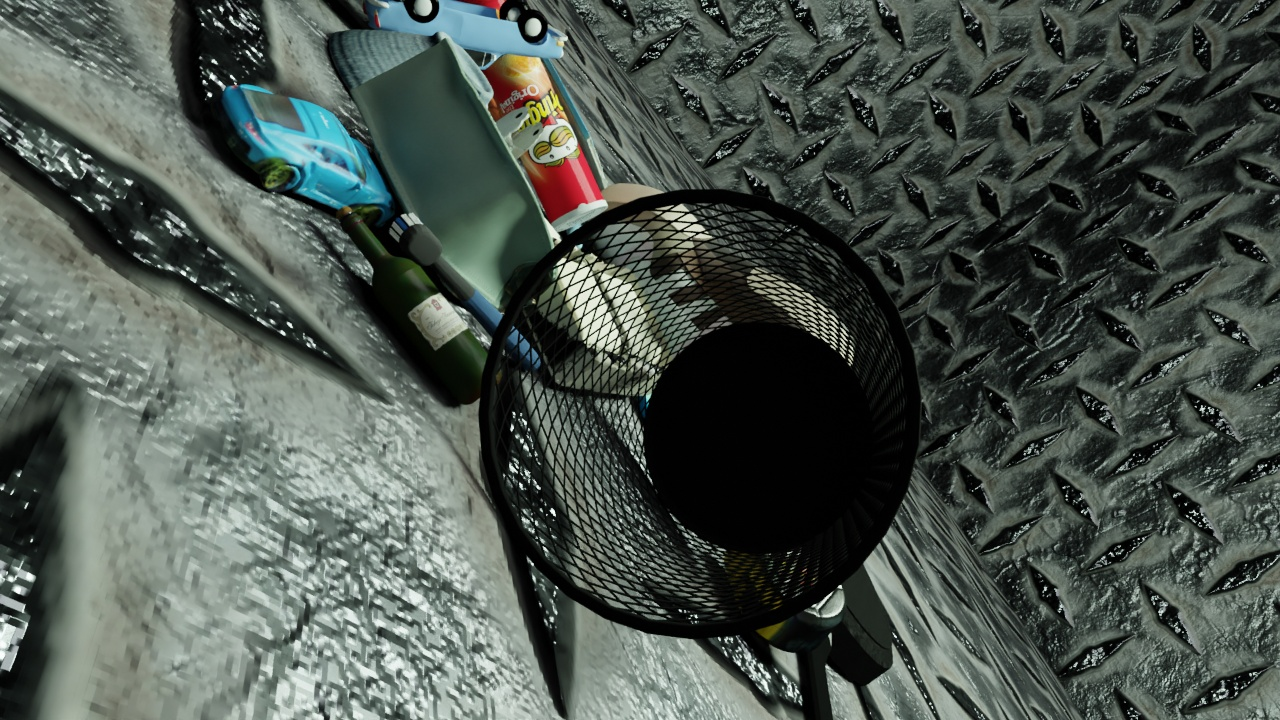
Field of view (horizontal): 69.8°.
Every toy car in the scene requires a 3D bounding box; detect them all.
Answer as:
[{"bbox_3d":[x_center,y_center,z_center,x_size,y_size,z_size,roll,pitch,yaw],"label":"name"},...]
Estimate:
[{"bbox_3d":[-0.132,-0.249,0.693,0.153,0.055,0.056,0,30,-29],"label":"toy car"},{"bbox_3d":[-0.149,-0.096,0.428,0.048,0.032,0.105,58,13,21],"label":"toy car"}]

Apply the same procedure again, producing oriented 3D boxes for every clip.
[{"bbox_3d":[-0.101,-0.166,0.723,0.101,0.059,0.052,-109,176,-49],"label":"clip"}]

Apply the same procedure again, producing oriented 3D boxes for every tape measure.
[{"bbox_3d":[0.092,0.146,0.578,0.071,0.042,0.072,21,30,-18],"label":"tape measure"}]

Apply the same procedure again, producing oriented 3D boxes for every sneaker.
[{"bbox_3d":[0.033,-0.043,0.790,0.294,0.116,0.112,39,-28,27],"label":"sneaker"}]

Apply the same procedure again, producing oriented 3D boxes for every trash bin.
[{"bbox_3d":[0.046,0.033,0.475,0.184,0.184,0.210,57,9,15],"label":"trash bin"}]

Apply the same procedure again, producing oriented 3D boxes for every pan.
[{"bbox_3d":[0.136,0.173,0.697,0.225,0.034,0.355,56,14,-11],"label":"pan"}]

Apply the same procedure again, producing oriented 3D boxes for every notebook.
[{"bbox_3d":[-0.069,-0.235,0.957,0.181,0.009,0.253,70,-4,-52],"label":"notebook"}]

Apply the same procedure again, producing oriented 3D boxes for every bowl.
[{"bbox_3d":[-0.138,-0.183,0.621,0.137,0.057,0.137,49,14,-17],"label":"bowl"}]

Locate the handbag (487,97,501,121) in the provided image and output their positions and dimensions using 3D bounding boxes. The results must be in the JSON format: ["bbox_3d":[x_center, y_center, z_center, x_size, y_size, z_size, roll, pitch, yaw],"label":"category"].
[{"bbox_3d":[-0.147,-0.282,0.841,0.172,0.060,0.108,47,19,-24],"label":"handbag"}]

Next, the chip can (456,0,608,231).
[{"bbox_3d":[-0.095,-0.216,0.766,0.214,0.052,0.051,66,14,-2],"label":"chip can"}]

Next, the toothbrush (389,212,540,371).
[{"bbox_3d":[-0.079,-0.026,0.448,0.014,0.014,0.168,46,-5,22],"label":"toothbrush"}]

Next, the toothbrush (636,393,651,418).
[{"bbox_3d":[-0.004,0.004,0.695,0.022,0.017,0.135,45,15,-43],"label":"toothbrush"}]

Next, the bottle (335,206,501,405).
[{"bbox_3d":[-0.104,-0.026,0.420,0.106,0.025,0.025,53,14,-5],"label":"bottle"}]

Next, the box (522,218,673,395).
[{"bbox_3d":[-0.050,-0.060,0.616,0.143,0.044,0.184,15,48,-65],"label":"box"}]

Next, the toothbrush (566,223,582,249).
[{"bbox_3d":[-0.062,-0.133,0.842,0.022,0.016,0.154,15,26,-14],"label":"toothbrush"}]

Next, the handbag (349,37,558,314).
[{"bbox_3d":[-0.101,-0.096,0.506,0.121,0.067,0.106,60,-3,23],"label":"handbag"}]
